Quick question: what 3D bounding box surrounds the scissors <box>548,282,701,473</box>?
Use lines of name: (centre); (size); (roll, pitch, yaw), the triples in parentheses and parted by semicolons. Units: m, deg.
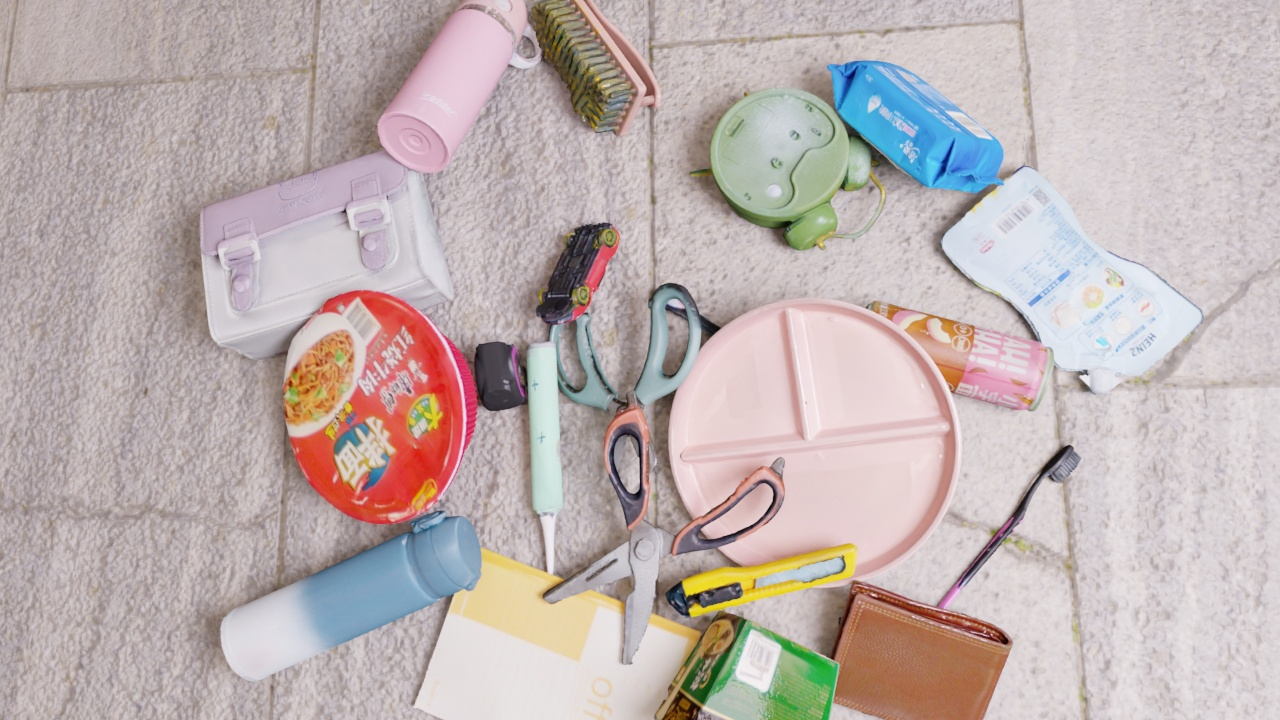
scissors: (-0.002, 0.005, 0.766); (0.179, 0.019, 0.173); (-36, 67, 21)

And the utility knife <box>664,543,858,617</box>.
utility knife: (0.094, 0.169, 0.710); (0.154, 0.015, 0.033); (-16, 98, 5)

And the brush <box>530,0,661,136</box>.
brush: (-0.042, -0.279, 0.837); (0.072, 0.063, 0.145); (-24, 73, -28)

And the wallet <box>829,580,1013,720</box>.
wallet: (0.209, 0.234, 0.703); (0.124, 0.032, 0.101); (16, 109, 11)

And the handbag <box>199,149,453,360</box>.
handbag: (-0.281, -0.099, 0.814); (0.197, 0.098, 0.144); (-17, 72, 3)

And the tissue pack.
tissue pack: (0.226, -0.194, 0.759); (0.157, 0.094, 0.052); (53, 129, 29)

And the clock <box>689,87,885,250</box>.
clock: (0.133, -0.162, 0.791); (0.161, 0.056, 0.116); (33, 85, 12)

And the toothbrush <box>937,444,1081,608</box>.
toothbrush: (0.290, 0.143, 0.735); (0.018, 0.014, 0.189); (40, 87, 0)

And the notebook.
notebook: (-0.069, 0.254, 0.752); (0.206, 0.010, 0.146); (19, 89, 10)

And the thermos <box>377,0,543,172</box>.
thermos: (-0.151, -0.250, 0.811); (0.087, 0.067, 0.198); (34, 54, -18)

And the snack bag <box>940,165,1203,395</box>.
snack bag: (0.350, -0.066, 0.755); (0.110, 0.039, 0.191); (-40, 78, -7)

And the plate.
plate: (0.135, 0.065, 0.732); (0.230, 0.028, 0.229); (1, 92, 19)

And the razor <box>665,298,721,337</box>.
razor: (0.069, -0.021, 0.790); (0.143, 0.022, 0.042); (37, 83, 13)

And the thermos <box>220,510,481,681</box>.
thermos: (-0.233, 0.191, 0.751); (0.221, 0.070, 0.070); (-26, 77, 9)

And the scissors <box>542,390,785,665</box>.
scissors: (0.017, 0.136, 0.733); (0.189, 0.015, 0.222); (4, 90, 8)

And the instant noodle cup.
instant noodle cup: (-0.207, 0.035, 0.767); (0.194, 0.065, 0.194); (3, 97, 26)

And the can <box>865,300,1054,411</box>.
can: (0.251, -0.004, 0.745); (0.147, 0.058, 0.058); (15, 81, 10)

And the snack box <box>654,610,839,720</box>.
snack box: (0.083, 0.252, 0.683); (0.118, 0.118, 0.105); (26, 77, -6)

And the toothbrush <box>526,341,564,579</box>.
toothbrush: (-0.080, 0.095, 0.780); (0.027, 0.026, 0.224); (-3, 84, 4)

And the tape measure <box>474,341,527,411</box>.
tape measure: (-0.119, 0.014, 0.787); (0.039, 0.058, 0.057); (-10, 74, -2)

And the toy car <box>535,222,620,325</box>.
toy car: (-0.054, -0.074, 0.795); (0.049, 0.031, 0.106); (0, 56, 40)
